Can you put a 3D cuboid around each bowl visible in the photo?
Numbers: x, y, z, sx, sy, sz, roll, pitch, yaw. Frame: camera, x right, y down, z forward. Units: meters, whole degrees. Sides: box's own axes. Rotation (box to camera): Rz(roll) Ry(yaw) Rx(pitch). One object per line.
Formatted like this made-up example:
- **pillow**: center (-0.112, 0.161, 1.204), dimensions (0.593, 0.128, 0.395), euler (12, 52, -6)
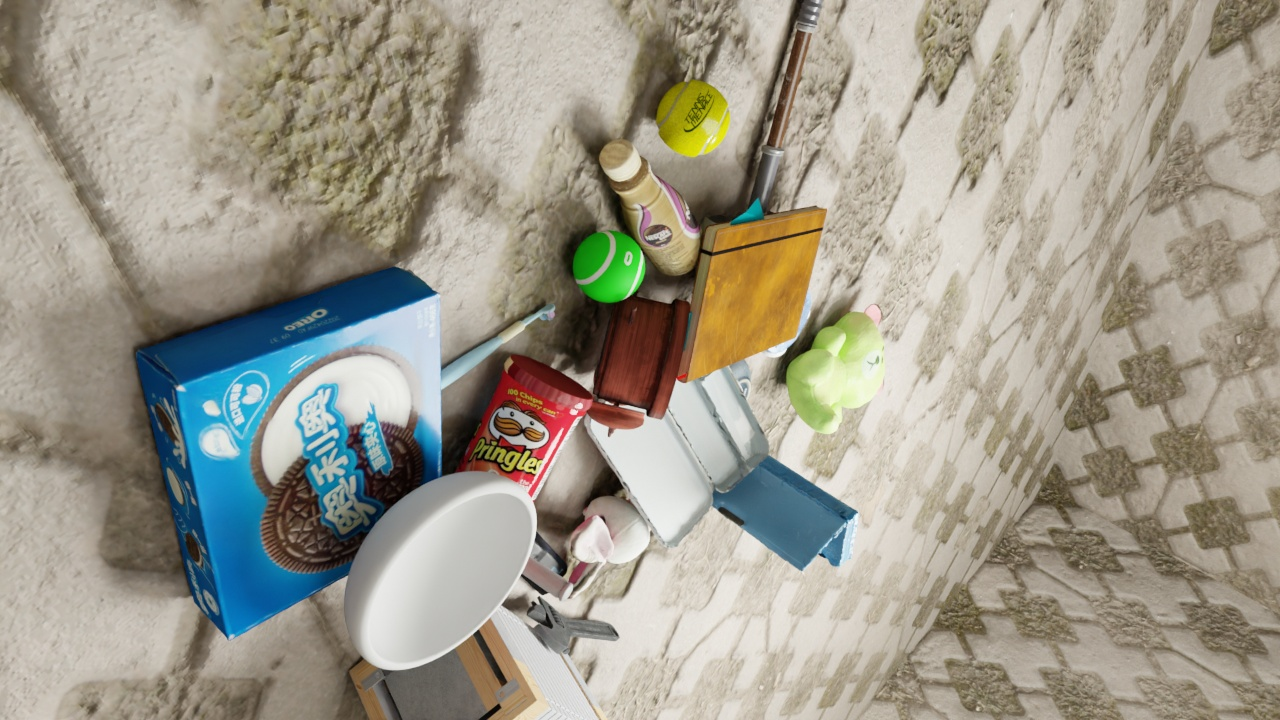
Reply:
- **bowl**: center (0.098, 0.032, 1.107), dimensions (0.110, 0.055, 0.110), euler (-32, 139, -33)
- **bowl**: center (-0.170, 0.158, 0.743), dimensions (0.176, 0.066, 0.177), euler (-35, 143, -33)

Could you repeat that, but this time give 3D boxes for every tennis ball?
- **tennis ball**: center (0.047, -0.217, 0.822), dimensions (0.065, 0.065, 0.065), euler (-33, 140, -34)
- **tennis ball**: center (-0.029, -0.085, 0.831), dimensions (0.065, 0.065, 0.065), euler (-33, 140, -34)

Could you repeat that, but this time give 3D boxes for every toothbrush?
- **toothbrush**: center (-0.134, -0.008, 0.802), dimensions (0.154, 0.016, 0.022), euler (-36, 179, -31)

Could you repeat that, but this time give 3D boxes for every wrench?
- **wrench**: center (-0.074, 0.327, 1.116), dimensions (0.018, 0.073, 0.273), euler (-39, 155, 2)

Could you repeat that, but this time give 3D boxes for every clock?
- **clock**: center (0.171, -0.052, 1.137), dimensions (0.088, 0.052, 0.125), euler (-55, 147, -5)
- **clock**: center (-0.005, 0.006, 0.891), dimensions (0.120, 0.072, 0.158), euler (-84, -172, -63)

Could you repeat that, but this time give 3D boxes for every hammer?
- **hammer**: center (0.147, -0.256, 0.952), dimensions (0.155, 0.043, 0.323), euler (-14, 125, -47)

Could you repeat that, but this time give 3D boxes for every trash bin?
- **trash bin**: center (-0.149, 0.359, 0.940), dimensions (0.142, 0.142, 0.247), euler (-37, 145, -5)

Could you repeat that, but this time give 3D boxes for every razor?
- **razor**: center (-0.117, 0.198, 0.903), dimensions (0.088, 0.116, 0.047), euler (-63, 163, 7)

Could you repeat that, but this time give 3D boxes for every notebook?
- **notebook**: center (0.120, -0.082, 0.973), dimensions (0.248, 0.014, 0.179), euler (-20, 127, -50)

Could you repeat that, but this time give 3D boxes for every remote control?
- **remote control**: center (-0.117, 0.217, 1.005), dimensions (0.047, 0.022, 0.150), euler (-48, 147, -15)

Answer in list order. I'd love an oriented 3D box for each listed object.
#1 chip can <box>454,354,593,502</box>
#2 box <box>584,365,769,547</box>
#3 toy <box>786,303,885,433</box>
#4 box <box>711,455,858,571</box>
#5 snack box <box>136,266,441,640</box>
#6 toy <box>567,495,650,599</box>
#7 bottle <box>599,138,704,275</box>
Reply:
- **chip can**: center (-0.129, 0.107, 0.840), dimensions (0.087, 0.087, 0.213), euler (17, 104, -56)
- **box**: center (0.046, 0.083, 1.029), dimensions (0.191, 0.045, 0.209), euler (-44, 118, -21)
- **toy**: center (0.277, 0.013, 1.296), dimensions (0.196, 0.107, 0.150), euler (-28, 114, -51)
- **box**: center (0.137, 0.180, 1.119), dimensions (0.111, 0.231, 0.094), euler (-34, 140, -31)
- **snack box**: center (-0.243, 0.066, 0.682), dimensions (0.195, 0.056, 0.239), euler (-27, 137, -40)
- **toy**: center (-0.017, 0.182, 1.058), dimensions (0.193, 0.084, 0.159), euler (-43, 159, -29)
- **bottle**: center (0.009, -0.141, 0.841), dimensions (0.059, 0.060, 0.166), euler (-53, 147, -7)
